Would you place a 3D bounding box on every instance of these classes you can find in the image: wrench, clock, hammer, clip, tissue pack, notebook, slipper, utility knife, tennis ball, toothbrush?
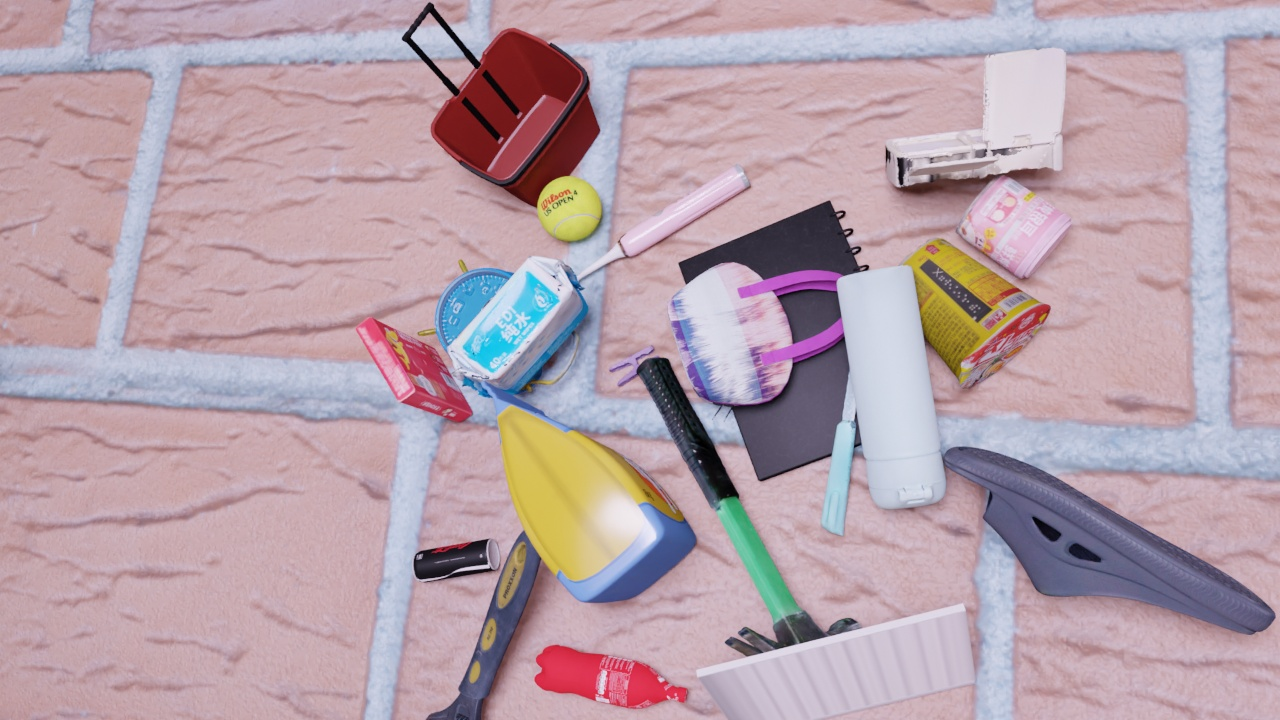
[{"bbox_3d":[-0.141,0.272,0.837,0.073,0.022,0.274,32,109,35],"label":"wrench"},{"bbox_3d":[-0.135,-0.032,0.925,0.161,0.060,0.116,25,84,15],"label":"clock"},{"bbox_3d":[0.078,0.130,0.829,0.032,0.130,0.318,-50,57,39],"label":"hammer"},{"bbox_3d":[-0.006,0.004,0.912,0.052,0.013,0.036,-34,74,2],"label":"clip"},{"bbox_3d":[-0.112,-0.029,0.842,0.061,0.093,0.144,40,87,12],"label":"tissue pack"},{"bbox_3d":[0.165,0.260,0.753,0.210,0.143,0.009,-17,46,9],"label":"notebook"},{"bbox_3d":[0.363,0.157,0.750,0.268,0.110,0.083,29,102,13],"label":"slipper"},{"bbox_3d":[0.184,0.080,0.829,0.022,0.015,0.158,9,95,18],"label":"utility knife"},{"bbox_3d":[-0.072,-0.154,0.934,0.065,0.065,0.065,-3,77,13],"label":"tennis ball"},{"bbox_3d":[0.152,-0.022,0.876,0.169,0.019,0.231,-22,74,9],"label":"notebook"},{"bbox_3d":[0.010,-0.130,0.928,0.223,0.027,0.026,-30,101,5],"label":"toothbrush"}]

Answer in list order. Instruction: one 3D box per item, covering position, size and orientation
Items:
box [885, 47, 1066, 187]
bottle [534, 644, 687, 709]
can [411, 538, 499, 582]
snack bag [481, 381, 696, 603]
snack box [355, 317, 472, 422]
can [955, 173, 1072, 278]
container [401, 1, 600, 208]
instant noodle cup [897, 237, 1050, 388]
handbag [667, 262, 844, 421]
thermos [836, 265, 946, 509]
[{"bbox_3d":[0.291,-0.204,0.791,0.145,0.186,0.101,-5,95,7],"label":"box"},{"bbox_3d":[-0.027,0.292,0.838,0.142,0.042,0.042,7,80,15],"label":"bottle"},{"bbox_3d":[-0.181,0.197,0.902,0.080,0.031,0.031,-12,75,11],"label":"can"},{"bbox_3d":[-0.056,0.109,0.824,0.102,0.159,0.205,-41,71,2],"label":"snack bag"},{"bbox_3d":[-0.218,0.012,0.898,0.021,0.133,0.089,-36,72,4],"label":"snack box"},{"bbox_3d":[0.336,-0.120,0.826,0.076,0.067,0.067,41,90,18],"label":"can"},{"bbox_3d":[-0.131,-0.249,0.897,0.127,0.201,0.148,36,88,18],"label":"container"},{"bbox_3d":[0.285,-0.049,0.816,0.100,0.100,0.112,-40,61,3],"label":"instant noodle cup"},{"bbox_3d":[0.118,-0.032,0.850,0.170,0.068,0.144,-18,74,5],"label":"handbag"},{"bbox_3d":[0.217,0.026,0.792,0.065,0.078,0.207,-9,89,4],"label":"thermos"}]
